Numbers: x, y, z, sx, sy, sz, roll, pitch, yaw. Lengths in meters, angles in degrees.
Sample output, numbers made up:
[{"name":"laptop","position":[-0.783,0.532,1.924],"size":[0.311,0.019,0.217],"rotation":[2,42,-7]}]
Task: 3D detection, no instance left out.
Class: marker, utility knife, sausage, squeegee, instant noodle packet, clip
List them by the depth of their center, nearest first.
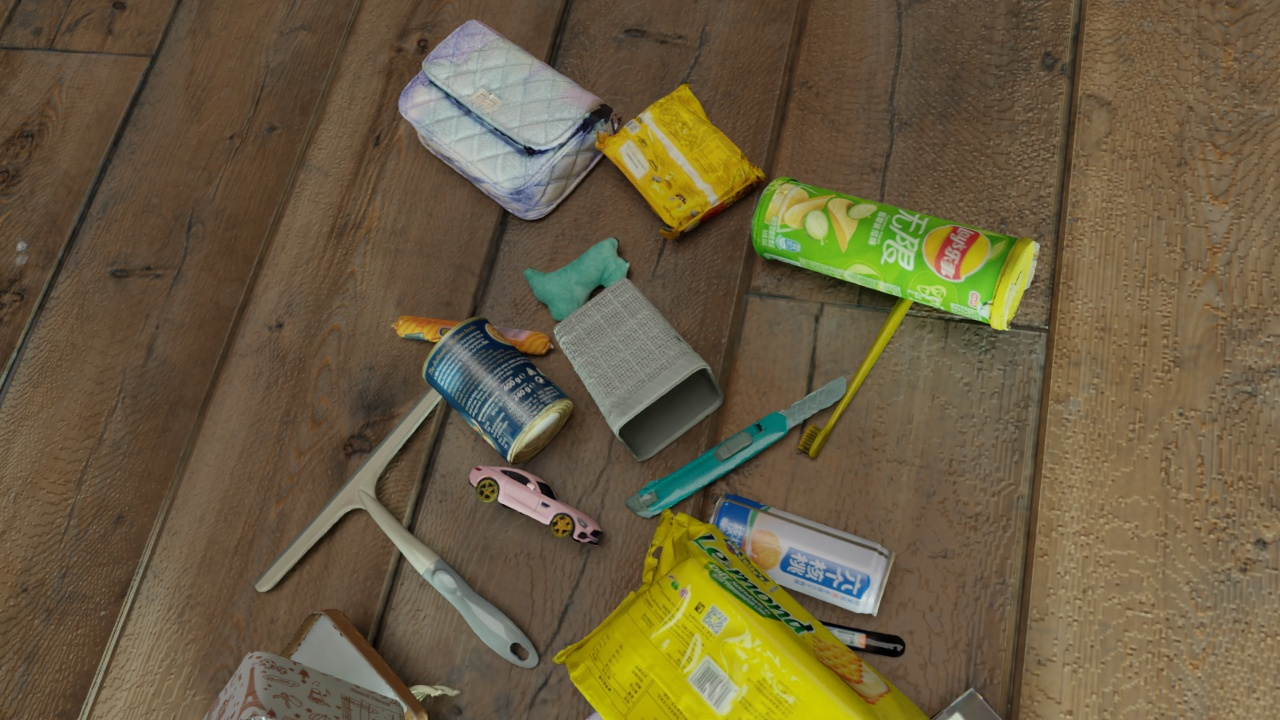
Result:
[{"name":"marker","position":[0.134,0.204,0.687],"size":[0.124,0.015,0.018],"rotation":[7,73,13]},{"name":"clip","position":[-0.189,0.294,0.720],"size":[0.104,0.035,0.083],"rotation":[-24,65,8]},{"name":"utility knife","position":[0.078,0.070,0.745],"size":[0.207,0.013,0.029],"rotation":[-32,58,4]},{"name":"squeegee","position":[-0.176,0.167,0.761],"size":[0.246,0.039,0.246],"rotation":[38,82,23]},{"name":"instant noodle packet","position":[0.033,-0.183,0.836],"size":[0.110,0.044,0.128],"rotation":[-34,75,-8]},{"name":"sausage","position":[-0.155,-0.023,0.838],"size":[0.165,0.021,0.021],"rotation":[8,71,16]}]

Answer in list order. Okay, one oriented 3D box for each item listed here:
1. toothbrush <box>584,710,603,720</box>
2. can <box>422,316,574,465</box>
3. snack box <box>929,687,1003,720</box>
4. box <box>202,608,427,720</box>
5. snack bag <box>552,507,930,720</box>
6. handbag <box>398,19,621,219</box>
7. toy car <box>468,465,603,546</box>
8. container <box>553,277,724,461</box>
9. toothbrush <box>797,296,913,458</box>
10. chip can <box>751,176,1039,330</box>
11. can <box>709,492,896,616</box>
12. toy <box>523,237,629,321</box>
[{"name":"toothbrush","position":[0.008,0.234,0.703],"size":[0.189,0.029,0.021],"rotation":[-44,104,-4]},{"name":"can","position":[-0.119,0.026,0.775],"size":[0.111,0.075,0.075],"rotation":[42,83,16]},{"name":"snack box","position":[0.212,0.303,0.608],"size":[0.125,0.053,0.113],"rotation":[-39,65,-3]},{"name":"box","position":[-0.264,0.294,0.682],"size":[0.182,0.153,0.178],"rotation":[-54,28,3]},{"name":"snack bag","position":[0.064,0.232,0.622],"size":[0.246,0.068,0.158],"rotation":[39,95,28]},{"name":"handbag","position":[-0.131,-0.235,0.883],"size":[0.194,0.075,0.134],"rotation":[38,80,22]},{"name":"toy car","position":[-0.084,0.116,0.750],"size":[0.122,0.056,0.037],"rotation":[22,83,20]},{"name":"container","position":[-0.005,0.004,0.756],"size":[0.090,0.090,0.114],"rotation":[-36,63,-2]},{"name":"toothbrush","position":[0.184,-0.002,0.752],"size":[0.016,0.016,0.190],"rotation":[29,78,28]},{"name":"chip can","position":[0.196,-0.091,0.738],"size":[0.221,0.072,0.072],"rotation":[21,75,28]},{"name":"can","position":[0.119,0.145,0.691],"size":[0.135,0.053,0.053],"rotation":[17,74,19]},{"name":"toy","position":[-0.047,-0.070,0.826],"size":[0.092,0.030,0.096],"rotation":[-37,72,0]}]
